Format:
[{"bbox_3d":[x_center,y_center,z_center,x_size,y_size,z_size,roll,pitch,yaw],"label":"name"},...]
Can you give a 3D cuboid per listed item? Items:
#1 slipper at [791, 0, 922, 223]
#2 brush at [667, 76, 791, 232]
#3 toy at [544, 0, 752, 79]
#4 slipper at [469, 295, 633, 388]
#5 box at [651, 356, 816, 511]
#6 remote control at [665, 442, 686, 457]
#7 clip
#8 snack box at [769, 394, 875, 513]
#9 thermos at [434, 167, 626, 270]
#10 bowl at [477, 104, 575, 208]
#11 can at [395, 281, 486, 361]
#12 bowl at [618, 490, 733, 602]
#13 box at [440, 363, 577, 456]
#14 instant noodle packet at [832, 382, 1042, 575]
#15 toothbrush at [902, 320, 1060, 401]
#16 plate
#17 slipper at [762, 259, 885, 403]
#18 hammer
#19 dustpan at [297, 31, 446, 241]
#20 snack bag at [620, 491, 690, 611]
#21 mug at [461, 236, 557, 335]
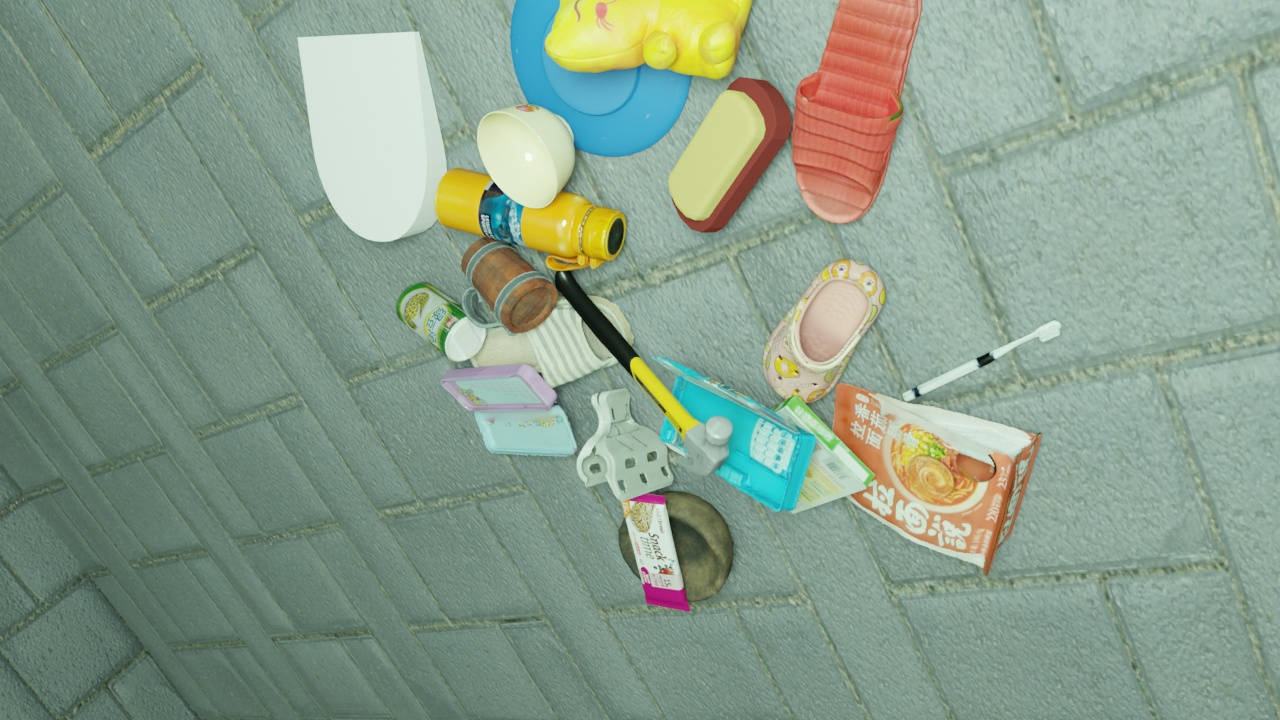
[{"bbox_3d":[0.200,-0.244,0.880,0.103,0.059,0.249,19,125,19],"label":"slipper"},{"bbox_3d":[0.084,-0.212,0.956,0.082,0.041,0.174,60,136,25],"label":"brush"},{"bbox_3d":[0.011,-0.333,0.900,0.194,0.134,0.087,6,157,9],"label":"toy"},{"bbox_3d":[-0.132,-0.020,1.224,0.273,0.053,0.114,-8,109,35],"label":"slipper"},{"bbox_3d":[0.098,0.062,1.058,0.227,0.086,0.168,27,141,52],"label":"box"},{"bbox_3d":[0.091,0.122,1.205,0.136,0.013,0.043,27,129,13],"label":"remote control"},{"bbox_3d":[-0.034,0.114,1.209,0.106,0.126,0.151,-38,74,30],"label":"clip"},{"bbox_3d":[0.185,0.117,1.103,0.132,0.027,0.168,45,151,-2],"label":"snack box"},{"bbox_3d":[-0.131,-0.170,1.114,0.233,0.076,0.091,16,150,21],"label":"thermos"},{"bbox_3d":[-0.116,-0.243,1.040,0.118,0.073,0.118,28,143,24],"label":"bowl"},{"bbox_3d":[-0.272,-0.054,1.250,0.121,0.067,0.067,32,132,32],"label":"can"},{"bbox_3d":[0.055,0.249,1.268,0.162,0.070,0.162,15,125,22],"label":"bowl"},{"bbox_3d":[-0.184,0.071,1.290,0.215,0.040,0.151,-4,121,47],"label":"box"},{"bbox_3d":[0.319,0.122,1.048,0.221,0.083,0.165,23,134,31],"label":"instant noodle packet"},{"bbox_3d":[0.357,0.005,0.972,0.012,0.017,0.187,43,132,-16],"label":"toothbrush"},{"bbox_3d":[-0.051,-0.328,0.996,0.224,0.024,0.225,15,125,22],"label":"plate"},{"bbox_3d":[0.192,-0.022,1.011,0.093,0.081,0.198,33,129,10],"label":"slipper"},{"bbox_3d":[-0.006,0.006,1.077,0.323,0.029,0.127,49,155,27],"label":"hammer"},{"bbox_3d":[-0.338,-0.287,1.195,0.192,0.053,0.258,8,111,26],"label":"dustpan"},{"bbox_3d":[0.019,0.260,1.237,0.070,0.016,0.197,3,120,27],"label":"snack bag"},{"bbox_3d":[-0.177,-0.085,1.166,0.111,0.081,0.118,45,117,28],"label":"mug"}]
